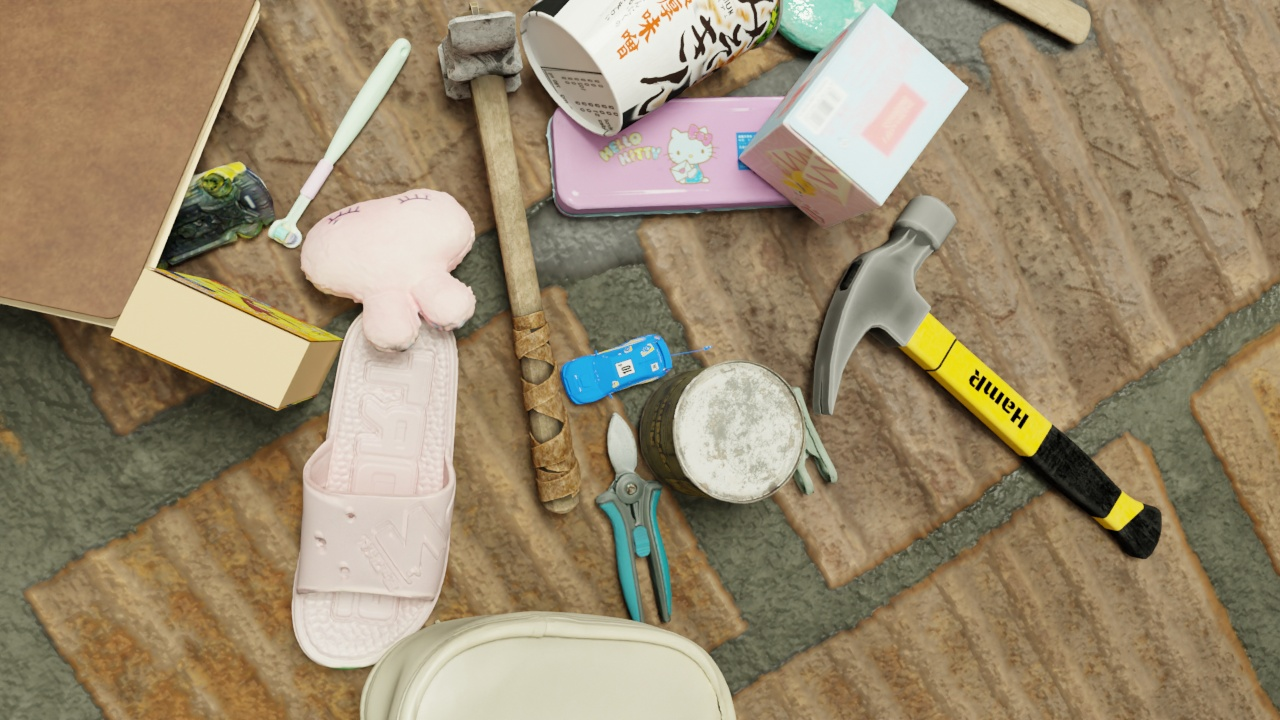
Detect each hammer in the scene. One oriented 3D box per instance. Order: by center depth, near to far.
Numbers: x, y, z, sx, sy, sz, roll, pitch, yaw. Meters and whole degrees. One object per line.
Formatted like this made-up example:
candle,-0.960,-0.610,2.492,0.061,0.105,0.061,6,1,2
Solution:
hammer,-0.076,-0.057,0.578,0.049,0.121,0.319,-11,102,-10
hammer,0.179,-0.301,0.635,0.331,0.031,0.119,20,71,-12
hammer,0.264,0.043,0.666,0.324,0.034,0.169,39,79,-12

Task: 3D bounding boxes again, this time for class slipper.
slipper,-0.163,0.080,0.579,0.094,0.064,0.239,9,89,-10

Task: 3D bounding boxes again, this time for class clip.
clip,0.113,0.057,0.648,0.044,0.023,0.076,-24,94,-7

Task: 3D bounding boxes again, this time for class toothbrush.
toothbrush,-0.192,-0.142,0.591,0.022,0.015,0.154,34,86,-47

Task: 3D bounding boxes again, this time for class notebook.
notebook,-0.331,-0.137,0.518,0.167,0.024,0.225,12,69,-2

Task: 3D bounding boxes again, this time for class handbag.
handbag,-0.055,0.242,0.573,0.228,0.132,0.184,-5,81,-33

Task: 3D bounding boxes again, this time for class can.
can,0.052,0.047,0.605,0.089,0.075,0.090,2,85,-17

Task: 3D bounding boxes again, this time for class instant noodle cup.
instant noodle cup,0.000,-0.209,0.559,0.121,0.124,0.123,-44,98,-15

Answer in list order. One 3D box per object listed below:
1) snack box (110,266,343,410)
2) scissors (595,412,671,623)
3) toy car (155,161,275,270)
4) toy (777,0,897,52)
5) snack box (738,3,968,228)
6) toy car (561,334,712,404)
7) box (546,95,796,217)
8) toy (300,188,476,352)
snack box,-0.231,-0.012,0.532,0.088,0.126,0.040,26,87,-10
scissors,-0.010,0.113,0.628,0.136,0.019,0.138,42,78,-14
toy car,-0.281,-0.088,0.562,0.105,0.048,0.033,-26,63,-10
toy,0.123,-0.257,0.636,0.105,0.033,0.085,39,74,-8
snack box,0.129,-0.147,0.573,0.079,0.095,0.093,38,83,-8
toy car,-0.004,0.004,0.605,0.092,0.062,0.033,-19,95,-9
box,0.044,-0.139,0.624,0.214,0.033,0.076,-4,91,-10
toy,-0.150,-0.056,0.571,0.108,0.053,0.105,-22,72,-18
